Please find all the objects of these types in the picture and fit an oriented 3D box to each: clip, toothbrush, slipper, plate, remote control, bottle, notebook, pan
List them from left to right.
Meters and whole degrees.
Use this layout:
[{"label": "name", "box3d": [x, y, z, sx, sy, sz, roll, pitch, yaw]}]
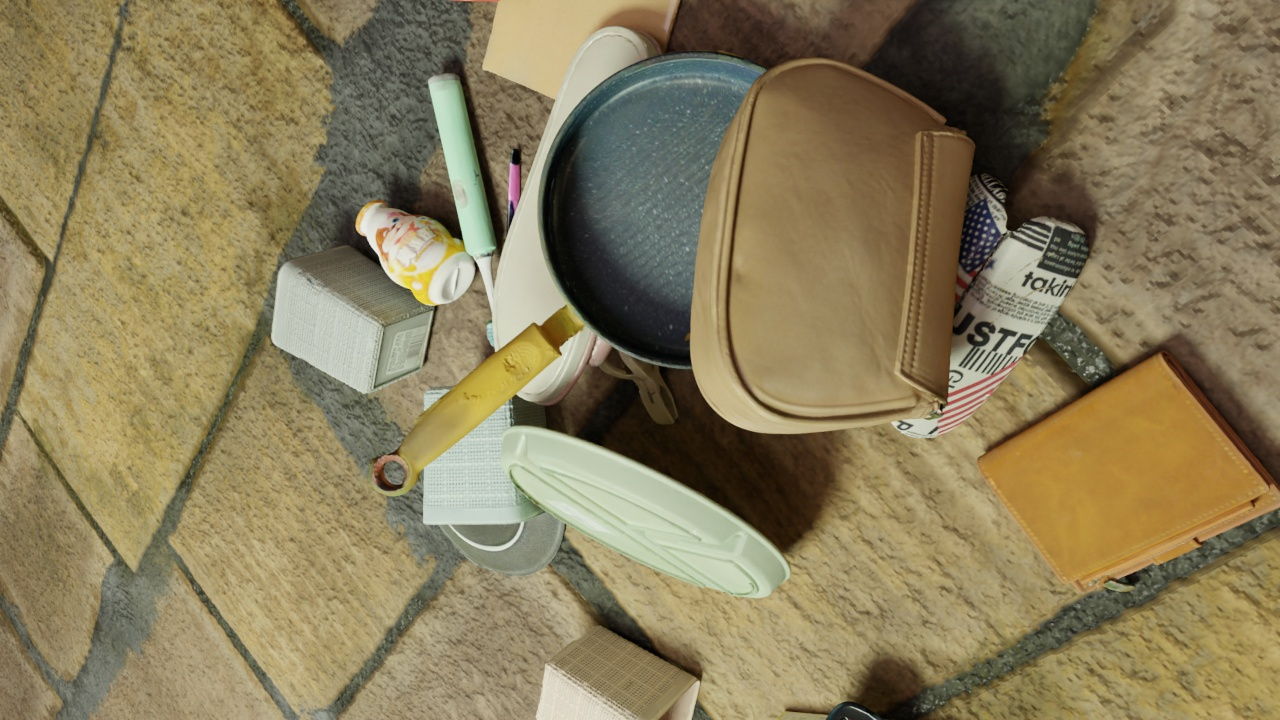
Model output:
[{"label": "bottle", "box3d": [-0.195, -0.095, 0.786, 0.108, 0.063, 0.063, 36, 122, 18]}, {"label": "toothbrush", "box3d": [-0.138, -0.121, 0.756, 0.027, 0.027, 0.224, -6, 100, 36]}, {"label": "plate", "box3d": [-0.147, 0.122, 0.853, 0.180, 0.024, 0.179, 11, 111, 30]}, {"label": "toothbrush", "box3d": [-0.110, -0.082, 0.767, 0.018, 0.014, 0.189, 23, 117, 39]}, {"label": "slipper", "box3d": [-0.039, -0.100, 0.663, 0.114, 0.054, 0.274, 23, 102, 40]}, {"label": "notebook", "box3d": [-0.032, -0.284, 0.648, 0.149, 0.012, 0.212, 29, 120, 21]}, {"label": "pan", "box3d": [-0.027, -0.041, 0.578, 0.357, 0.078, 0.197, -40, 94, 4]}, {"label": "clip", "box3d": [-0.005, 0.004, 0.697, 0.035, 0.098, 0.099, -5, 92, 34]}, {"label": "plate", "box3d": [-0.002, 0.115, 0.661, 0.230, 0.027, 0.230, 24, 159, 9]}, {"label": "remote control", "box3d": [0.150, 0.303, 0.678, 0.053, 0.024, 0.137, 27, 118, 24]}]

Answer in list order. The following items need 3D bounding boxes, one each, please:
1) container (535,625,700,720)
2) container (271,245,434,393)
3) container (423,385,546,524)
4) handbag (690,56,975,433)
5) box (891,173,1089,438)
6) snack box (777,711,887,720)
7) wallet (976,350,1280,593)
[{"label": "container", "box3d": [-0.023, 0.299, 0.793, 0.111, 0.090, 0.090, 24, 118, 28]}, {"label": "container", "box3d": [-0.257, -0.036, 0.833, 0.114, 0.090, 0.090, 29, 120, 19]}, {"label": "container", "box3d": [-0.128, 0.075, 0.767, 0.090, 0.090, 0.111, -4, 89, 16]}, {"label": "handbag", "box3d": [0.105, -0.057, 0.517, 0.147, 0.100, 0.204, 11, 81, -7]}, {"label": "box", "box3d": [0.194, -0.032, 0.570, 0.162, 0.075, 0.085, -64, 36, 33]}, {"label": "snack box", "box3d": [0.176, 0.319, 0.702, 0.141, 0.033, 0.087, -10, 100, 34]}, {"label": "wallet", "box3d": [0.288, 0.077, 0.544, 0.119, 0.035, 0.131, 53, 127, 7]}]
